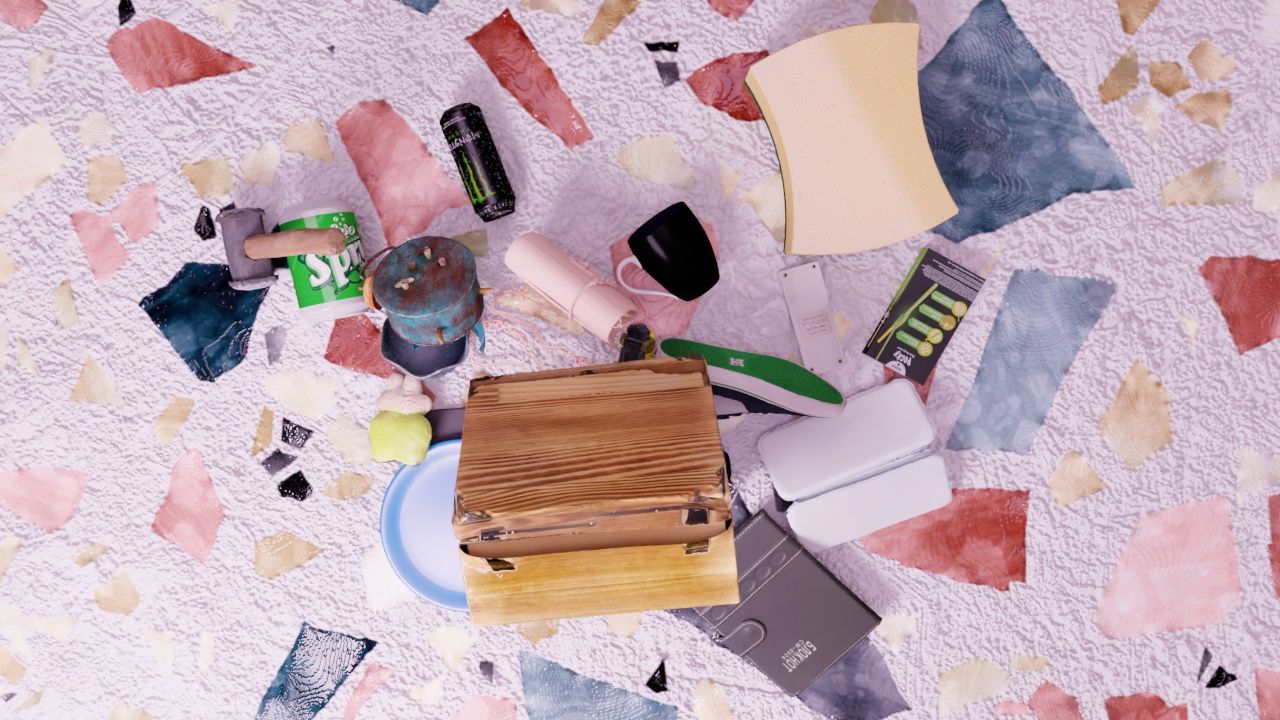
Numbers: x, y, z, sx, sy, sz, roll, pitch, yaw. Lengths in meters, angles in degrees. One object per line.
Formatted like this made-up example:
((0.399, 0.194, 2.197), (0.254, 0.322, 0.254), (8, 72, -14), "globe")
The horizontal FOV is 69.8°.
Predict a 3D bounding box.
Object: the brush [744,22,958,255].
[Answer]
((0.244, -0.253, 1.077), (0.195, 0.075, 0.250), (-14, 96, 3), "brush")

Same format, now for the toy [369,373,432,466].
((-0.297, 0.073, 1.140), (0.092, 0.046, 0.115), (1, 84, 26), "toy")

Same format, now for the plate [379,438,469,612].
((-0.217, 0.208, 1.167), (0.224, 0.024, 0.224), (0, 96, 2), "plate")

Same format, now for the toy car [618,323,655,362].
((-0.007, 0.007, 1.130), (0.030, 0.049, 0.107), (5, 101, -43), "toy car")

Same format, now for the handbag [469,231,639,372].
((-0.103, -0.030, 1.076), (0.199, 0.116, 0.187), (37, 94, 8), "handbag")

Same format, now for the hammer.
((-0.397, -0.129, 1.014), (0.052, 0.329, 0.098), (-17, 103, -37), "hammer")

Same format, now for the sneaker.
((0.128, 0.040, 1.116), (0.235, 0.084, 0.079), (14, 118, 2), "sneaker")

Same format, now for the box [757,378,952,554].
((0.266, 0.135, 1.127), (0.211, 0.084, 0.186), (-20, 90, 4), "box")

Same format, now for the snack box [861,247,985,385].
((0.345, -0.053, 1.121), (0.080, 0.025, 0.147), (29, 96, -2), "snack box")

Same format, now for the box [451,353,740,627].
((-0.047, 0.133, 0.979), (0.279, 0.258, 0.221), (-5, 106, 1), "box")

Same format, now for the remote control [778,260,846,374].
((0.212, -0.051, 1.132), (0.050, 0.011, 0.136), (-16, 96, 3), "remote control")

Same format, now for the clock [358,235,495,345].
((-0.258, -0.092, 1.064), (0.158, 0.073, 0.121), (28, 61, 21), "clock")

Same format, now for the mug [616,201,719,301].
((0.033, -0.115, 1.094), (0.119, 0.085, 0.100), (-37, 106, -1), "mug")

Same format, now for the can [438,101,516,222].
((-0.195, -0.238, 1.103), (0.054, 0.054, 0.137), (-21, 95, 4), "can")

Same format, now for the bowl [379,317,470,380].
((-0.261, -0.016, 1.119), (0.110, 0.055, 0.110), (4, 57, -7), "bowl")

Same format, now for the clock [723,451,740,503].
((0.064, 0.145, 1.142), (0.120, 0.042, 0.091), (24, 96, -1), "clock")

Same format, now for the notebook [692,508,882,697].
((0.170, 0.309, 1.154), (0.209, 0.029, 0.170), (43, 106, -1), "notebook")

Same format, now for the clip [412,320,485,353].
((-0.236, -0.048, 1.096), (0.119, 0.033, 0.121), (-30, 66, -20), "clip")

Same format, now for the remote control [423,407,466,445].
((-0.223, 0.079, 1.160), (0.124, 0.009, 0.046), (-9, 96, 5), "remote control")

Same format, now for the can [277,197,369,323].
((-0.377, -0.120, 1.104), (0.088, 0.087, 0.140), (-11, 96, 3), "can")
